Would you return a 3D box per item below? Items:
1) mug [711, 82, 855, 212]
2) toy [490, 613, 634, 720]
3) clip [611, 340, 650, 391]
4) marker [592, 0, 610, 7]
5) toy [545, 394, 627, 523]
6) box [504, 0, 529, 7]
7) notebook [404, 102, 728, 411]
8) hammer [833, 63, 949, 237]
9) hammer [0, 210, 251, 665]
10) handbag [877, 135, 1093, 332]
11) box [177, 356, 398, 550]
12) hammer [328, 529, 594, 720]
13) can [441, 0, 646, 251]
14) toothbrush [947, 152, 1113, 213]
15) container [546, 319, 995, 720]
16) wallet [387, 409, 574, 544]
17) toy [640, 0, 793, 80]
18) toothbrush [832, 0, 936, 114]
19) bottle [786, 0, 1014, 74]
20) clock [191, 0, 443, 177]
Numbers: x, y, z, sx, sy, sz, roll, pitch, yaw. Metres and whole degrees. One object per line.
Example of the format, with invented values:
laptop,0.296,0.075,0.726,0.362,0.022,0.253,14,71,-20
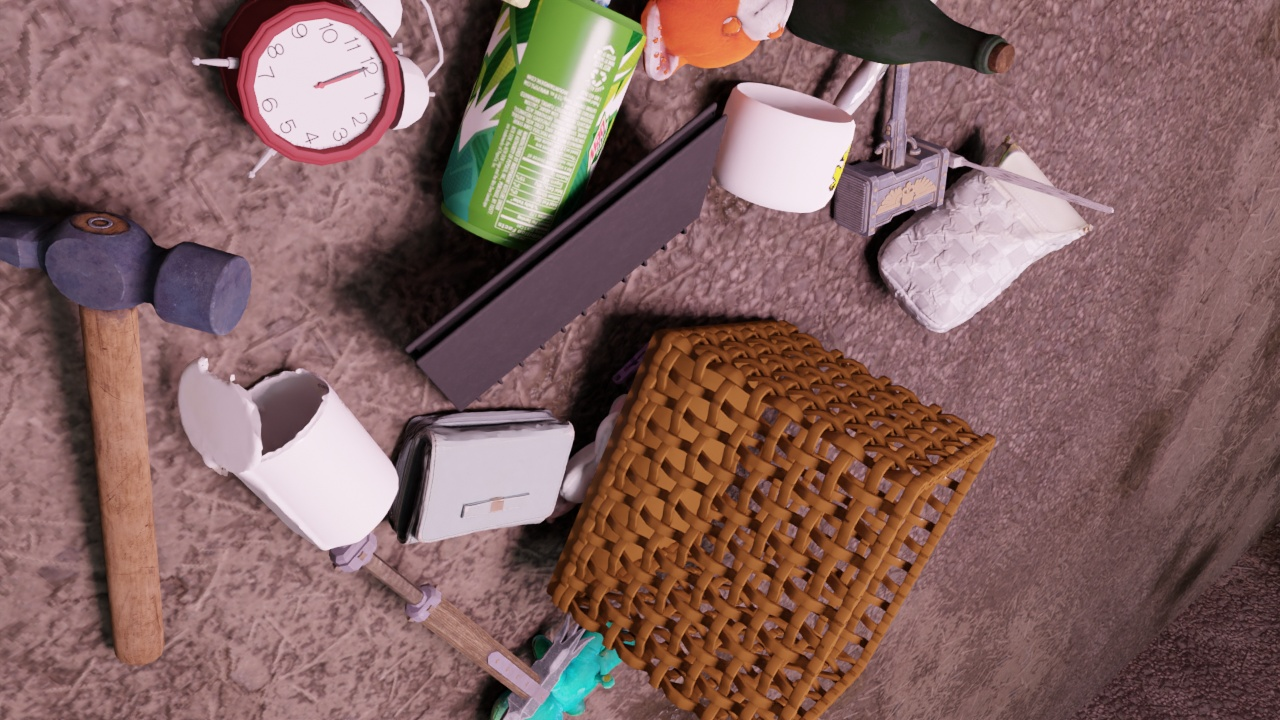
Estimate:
mug,0.103,-0.158,0.672,0.115,0.094,0.068,-62,169,-61
toy,-0.079,0.322,0.877,0.193,0.072,0.131,-41,132,-21
clip,0.000,0.008,0.757,0.050,0.014,0.045,-32,135,-15
marker,0.005,-0.278,0.556,0.013,0.013,0.142,14,109,-44
toy,-0.040,0.087,0.752,0.126,0.037,0.075,-58,173,17
box,-0.077,-0.287,0.451,0.133,0.061,0.188,23,105,-6
notebook,-0.043,-0.057,0.604,0.231,0.019,0.169,-40,172,-10
hammer,0.208,-0.261,0.719,0.098,0.044,0.323,-24,129,-25
hammer,-0.292,0.064,0.517,0.129,0.040,0.323,16,123,-2
handbag,0.306,-0.107,0.857,0.171,0.112,0.123,-38,172,5
box,-0.216,0.051,0.556,0.091,0.081,0.160,-47,138,-26
hammer,-0.145,0.213,0.713,0.146,0.028,0.317,-50,141,-18
can,-0.060,-0.144,0.545,0.083,0.083,0.144,8,114,-42
toothbrush,0.315,-0.152,0.776,0.010,0.181,0.010,-19,124,-25
container,0.104,0.127,0.738,0.219,0.214,0.252,-8,125,-56
wallet,-0.117,0.088,0.692,0.131,0.054,0.100,-5,124,-42
toy,0.057,-0.255,0.550,0.163,0.093,0.173,-33,147,-38
toothbrush,0.166,-0.208,0.695,0.024,0.022,0.186,31,107,-9
bottle,0.172,-0.223,0.613,0.055,0.174,0.055,-21,130,-27
clock,-0.163,-0.153,0.483,0.124,0.044,0.087,-29,134,-19
